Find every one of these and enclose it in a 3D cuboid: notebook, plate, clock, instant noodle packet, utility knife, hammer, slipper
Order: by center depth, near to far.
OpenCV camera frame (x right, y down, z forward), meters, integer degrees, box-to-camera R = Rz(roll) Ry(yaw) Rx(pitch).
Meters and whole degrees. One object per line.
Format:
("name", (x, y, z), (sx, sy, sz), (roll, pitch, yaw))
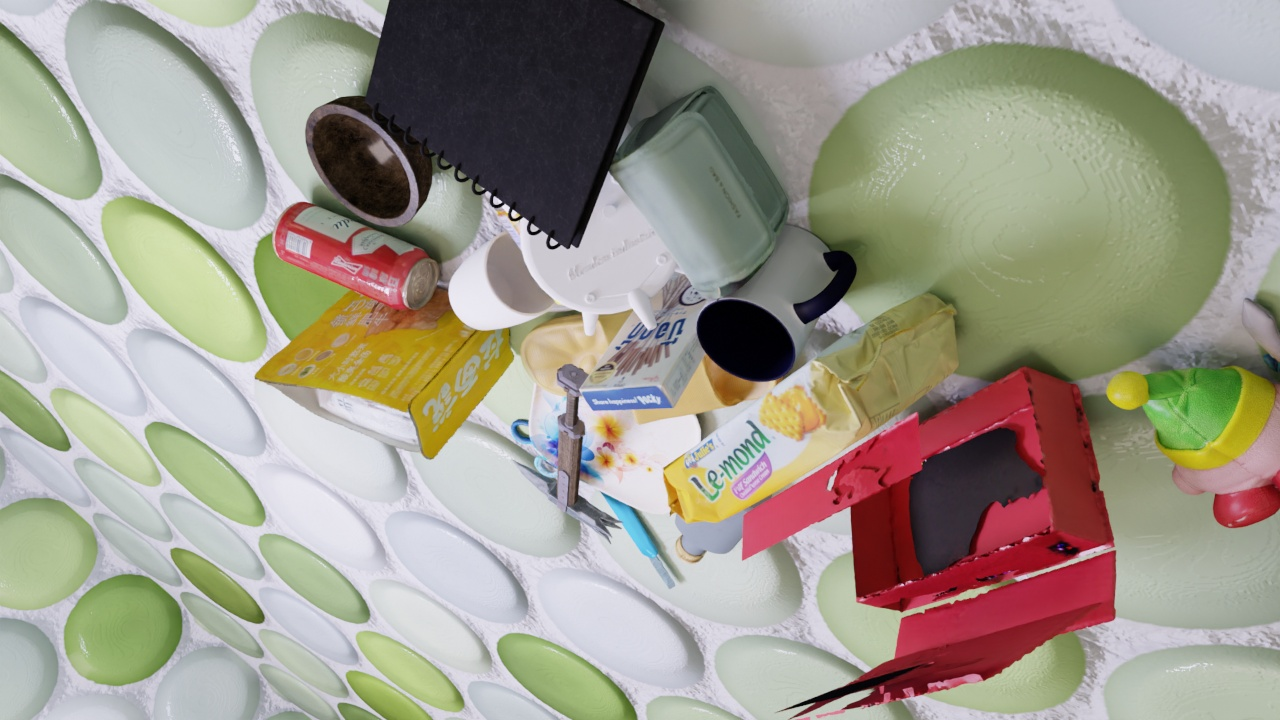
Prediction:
("notebook", (-0.103, -0.202, 0.645), (0.231, 0.019, 0.169), (37, 120, 24))
("clock", (-0.031, -0.101, 0.707), (0.125, 0.072, 0.161), (-28, 114, 6))
("slipper", (-0.005, 0.005, 0.829), (0.264, 0.078, 0.099), (-1, 120, 31))
("hammer", (-0.075, 0.086, 0.924), (0.147, 0.028, 0.318), (32, 152, 12))
("instant noodle packet", (-0.265, -0.005, 0.946), (0.222, 0.162, 0.084), (15, 138, 24))
("plate", (-0.029, 0.073, 0.962), (0.187, 0.016, 0.187), (25, 135, 11))
("utility knife", (-0.008, 0.199, 1.085), (0.031, 0.015, 0.209), (-6, 122, 41))

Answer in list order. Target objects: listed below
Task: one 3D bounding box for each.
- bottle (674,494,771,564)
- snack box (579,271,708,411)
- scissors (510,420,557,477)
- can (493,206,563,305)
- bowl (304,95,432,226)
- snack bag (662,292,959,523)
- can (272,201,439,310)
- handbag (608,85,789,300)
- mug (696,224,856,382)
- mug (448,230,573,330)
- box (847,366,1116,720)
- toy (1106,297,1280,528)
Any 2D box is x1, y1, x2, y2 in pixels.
("bottle", (0.076, 0.167, 0.968), (0.072, 0.046, 0.162), (31, 141, 5))
("snack box", (0.020, -0.020, 0.735), (0.082, 0.149, 0.026), (-2, 131, 38))
("scissors", (-0.097, 0.084, 1.037), (0.090, 0.014, 0.141), (50, 139, -7))
("can", (-0.069, -0.105, 0.779), (0.068, 0.067, 0.105), (-11, 123, 42))
("bowl", (-0.233, -0.186, 0.823), (0.121, 0.056, 0.121), (20, 139, 18))
("snack bag", (0.129, 0.046, 0.713), (0.068, 0.159, 0.248), (55, 141, 8))
("can", (-0.292, -0.107, 0.938), (0.170, 0.067, 0.067), (23, 140, 16))
("handbag", (0.045, -0.120, 0.653), (0.067, 0.105, 0.122), (-18, 118, 41))
("mug", (0.109, -0.048, 0.686), (0.112, 0.096, 0.078), (-17, 119, 45))
("mug", (-0.114, -0.065, 0.856), (0.114, 0.080, 0.088), (19, 158, -32))
("box", (0.222, 0.170, 0.660), (0.124, 0.314, 0.212), (37, 142, -7))
("toy", (0.377, 0.038, 0.593), (0.131, 0.096, 0.124), (49, 137, 13))
